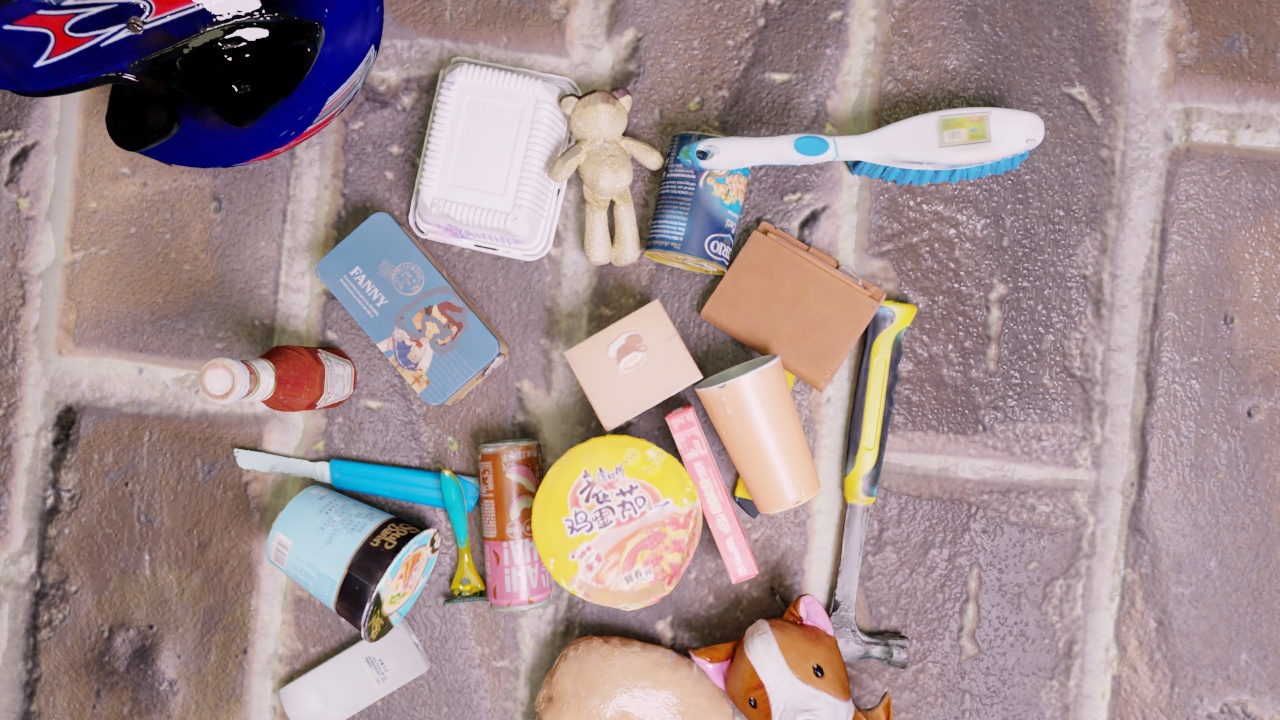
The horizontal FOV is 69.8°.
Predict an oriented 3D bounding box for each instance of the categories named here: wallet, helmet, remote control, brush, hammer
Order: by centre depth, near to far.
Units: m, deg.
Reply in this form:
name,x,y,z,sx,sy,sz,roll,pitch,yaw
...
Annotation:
name,x,y,z,sx,sy,sz,roll,pitch,yaw
helmet,-0.363,-0.275,0.742,0.315,0.240,0.247,-30,50,-5
brush,0.189,-0.181,0.785,0.314,0.109,0.060,-5,91,2
wallet,0.135,-0.050,0.815,0.132,0.031,0.108,33,92,13
hammer,0.195,0.106,0.819,0.126,0.032,0.323,8,90,2
remote control,-0.263,0.292,0.842,0.135,0.019,0.056,-32,88,2

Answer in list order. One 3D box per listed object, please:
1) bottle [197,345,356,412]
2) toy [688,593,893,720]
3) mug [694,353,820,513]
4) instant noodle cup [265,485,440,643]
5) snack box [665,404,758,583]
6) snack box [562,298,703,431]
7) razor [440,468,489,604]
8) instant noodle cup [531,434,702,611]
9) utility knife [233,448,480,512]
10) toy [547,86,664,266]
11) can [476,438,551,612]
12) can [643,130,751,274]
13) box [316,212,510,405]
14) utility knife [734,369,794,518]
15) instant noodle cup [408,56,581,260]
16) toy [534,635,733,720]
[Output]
name,x,y,z,sx,sy,sz,roll,pitch,yaw
bottle,-0.295,0.015,0.755,0.060,0.206,0.060,0,90,3
toy,0.139,0.300,0.765,0.140,0.130,0.199,-28,91,2
mug,0.105,0.064,0.788,0.078,0.078,0.123,-23,95,2
instant noodle cup,-0.257,0.169,0.809,0.120,0.111,0.111,26,90,12
snack box,0.062,0.113,0.803,0.025,0.075,0.153,-22,88,3
snack box,-0.005,0.005,0.798,0.093,0.094,0.077,-29,87,2
razor,-0.164,0.158,0.826,0.043,0.028,0.132,-5,104,7
instant noodle cup,-0.018,0.130,0.789,0.138,0.110,0.138,0,88,2
utility knife,-0.261,0.106,0.845,0.236,0.018,0.034,9,91,2
toy,-0.031,-0.161,0.818,0.105,0.066,0.157,-8,98,-10
can,-0.112,0.145,0.819,0.058,0.058,0.147,-5,89,2
can,0.052,-0.138,0.807,0.075,0.075,0.111,13,89,3
box,-0.205,-0.049,0.825,0.090,0.061,0.184,-43,89,0
utility knife,0.117,0.062,0.831,0.033,0.015,0.164,15,89,-3
instant noodle cup,-0.134,-0.186,0.825,0.138,0.060,0.173,12,91,3
toy,0.018,0.324,0.804,0.226,0.082,0.143,23,93,-1
